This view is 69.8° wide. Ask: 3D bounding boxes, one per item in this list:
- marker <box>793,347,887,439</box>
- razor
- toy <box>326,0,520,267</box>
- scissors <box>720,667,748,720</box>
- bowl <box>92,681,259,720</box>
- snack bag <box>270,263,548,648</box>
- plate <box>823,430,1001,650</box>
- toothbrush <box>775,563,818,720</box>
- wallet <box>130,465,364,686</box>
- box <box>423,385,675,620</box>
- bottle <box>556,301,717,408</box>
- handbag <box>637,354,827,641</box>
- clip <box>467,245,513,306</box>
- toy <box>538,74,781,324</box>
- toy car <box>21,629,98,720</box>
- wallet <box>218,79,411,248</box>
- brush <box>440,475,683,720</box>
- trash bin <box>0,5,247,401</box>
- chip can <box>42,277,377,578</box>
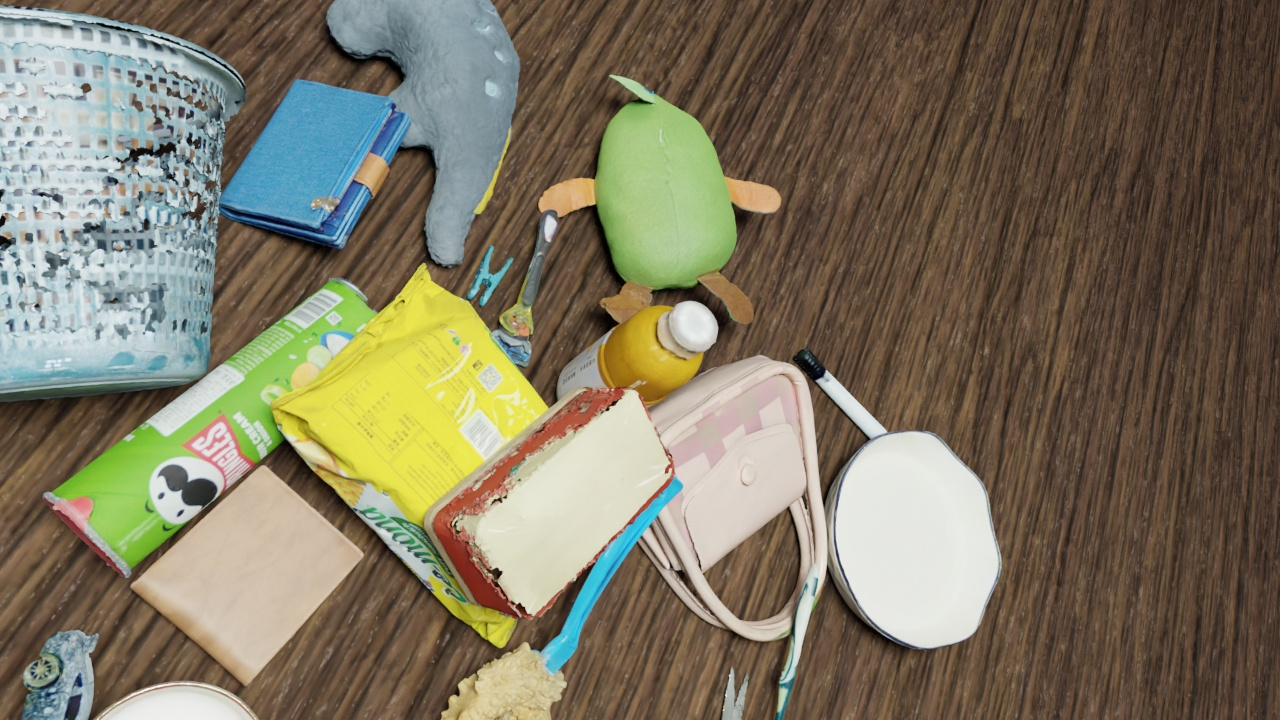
[{"bbox_3d":[0.203,0.037,0.917,0.130,0.018,0.022,45,51,-8],"label":"marker"},{"bbox_3d":[-0.093,-0.067,0.781,0.042,0.022,0.142,23,73,-22],"label":"razor"},{"bbox_3d":[-0.179,-0.259,0.780,0.138,0.091,0.356,-23,83,-4],"label":"toy"},{"bbox_3d":[0.071,0.347,0.748,0.172,0.014,0.145,-34,89,-35],"label":"scissors"},{"bbox_3d":[-0.286,0.254,0.557,0.113,0.062,0.113,8,71,-25],"label":"bowl"},{"bbox_3d":[-0.128,0.069,0.665,0.157,0.068,0.246,-50,117,-30],"label":"snack bag"},{"bbox_3d":[0.256,0.170,0.881,0.204,0.046,0.204,8,72,-25],"label":"plate"},{"bbox_3d":[0.122,0.265,0.777,0.018,0.016,0.191,19,78,-11],"label":"toothbrush"},{"bbox_3d":[-0.265,0.145,0.631,0.101,0.020,0.115,45,56,-7],"label":"wallet"},{"bbox_3d":[-0.053,0.091,0.630,0.167,0.080,0.091,-41,114,-36],"label":"box"},{"bbox_3d":[-0.004,0.004,0.715,0.068,0.190,0.068,10,68,-25],"label":"bottle"},{"bbox_3d":[0.085,0.129,0.796,0.192,0.094,0.234,-29,100,-33],"label":"handbag"},{"bbox_3d":[-0.129,-0.071,0.779,0.041,0.014,0.056,32,60,-15],"label":"clip"},{"bbox_3d":[0.022,-0.139,0.838,0.226,0.090,0.246,-2,71,-14],"label":"toy"},{"bbox_3d":[-0.349,0.221,0.539,0.036,0.054,0.120,14,68,-22],"label":"toy car"},{"bbox_3d":[-0.250,-0.155,0.711,0.106,0.040,0.132,15,65,10],"label":"wallet"},{"bbox_3d":[-0.050,0.186,0.673,0.083,0.046,0.254,46,74,-34],"label":"brush"},{"bbox_3d":[-0.355,-0.077,0.561,0.226,0.227,0.195,-5,89,-29],"label":"trash bin"},{"bbox_3d":[-0.277,0.037,0.629,0.072,0.072,0.235,47,58,-7],"label":"chip can"}]
